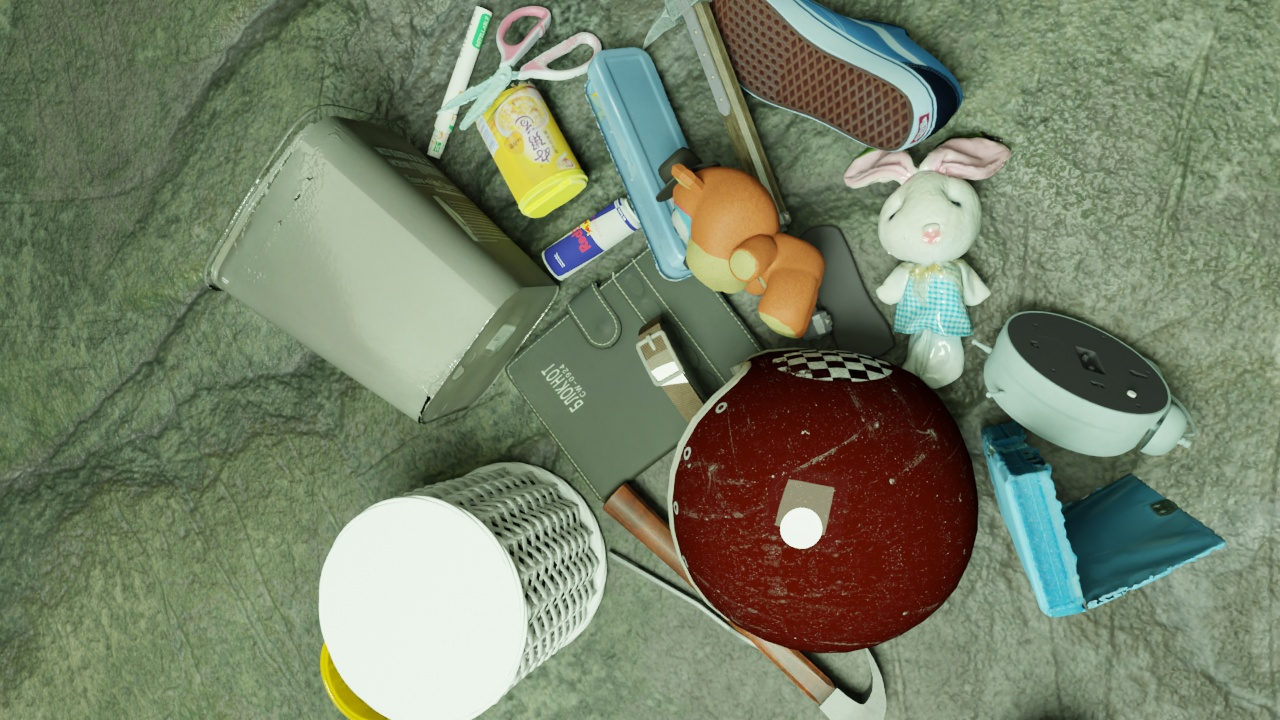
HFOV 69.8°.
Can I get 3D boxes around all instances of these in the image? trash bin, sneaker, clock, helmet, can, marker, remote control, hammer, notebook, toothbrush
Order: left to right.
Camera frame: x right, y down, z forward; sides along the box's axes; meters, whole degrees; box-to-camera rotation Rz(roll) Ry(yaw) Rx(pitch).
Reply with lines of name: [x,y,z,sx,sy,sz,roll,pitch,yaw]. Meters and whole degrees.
clock: [-0.258,0.297,0.923,0.113,0.052,0.152,35,107,13]
trash bin: [-0.214,-0.075,0.819,0.220,0.197,0.198,39,102,6]
marker: [-0.174,-0.265,0.879,0.017,0.017,0.145,25,100,15]
can: [-0.099,-0.190,0.832,0.068,0.067,0.105,-31,83,17]
can: [-0.044,-0.111,0.837,0.095,0.032,0.032,-32,83,17]
notebook: [-0.005,0.005,0.834,0.209,0.029,0.169,-38,83,13]
toothbrush: [0.042,0.217,0.839,0.167,0.013,0.013,27,93,15]
hammer: [0.086,0.219,0.804,0.300,0.028,0.111,42,95,10]
hammer: [0.092,-0.165,0.771,0.147,0.028,0.317,-18,93,55]
helmet: [0.128,0.090,0.701,0.234,0.253,0.233,-9,105,5]
sneaker: [0.156,-0.251,0.755,0.241,0.098,0.084,42,142,27]
remote control: [0.171,-0.057,0.781,0.046,0.009,0.124,-27,85,18]
clock: [0.331,0.019,0.678,0.159,0.122,0.045,17,125,-1]

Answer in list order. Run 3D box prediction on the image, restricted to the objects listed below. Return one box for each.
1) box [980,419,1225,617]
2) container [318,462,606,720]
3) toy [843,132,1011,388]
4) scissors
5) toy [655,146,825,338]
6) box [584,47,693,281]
box: [0.305,0.090,0.630,0.110,0.231,0.094,-17,88,17]
container: [-0.147,0.195,0.804,0.189,0.186,0.189,0,92,17]
toy: [0.220,-0.080,0.716,0.131,0.105,0.205,0,92,21]
scissors: [-0.100,-0.247,0.803,0.108,0.016,0.178,24,57,7]
toy: [0.079,-0.095,0.719,0.096,0.112,0.176,-29,81,11]
box: [0.009,-0.170,0.807,0.064,0.069,0.210,-34,76,59]
